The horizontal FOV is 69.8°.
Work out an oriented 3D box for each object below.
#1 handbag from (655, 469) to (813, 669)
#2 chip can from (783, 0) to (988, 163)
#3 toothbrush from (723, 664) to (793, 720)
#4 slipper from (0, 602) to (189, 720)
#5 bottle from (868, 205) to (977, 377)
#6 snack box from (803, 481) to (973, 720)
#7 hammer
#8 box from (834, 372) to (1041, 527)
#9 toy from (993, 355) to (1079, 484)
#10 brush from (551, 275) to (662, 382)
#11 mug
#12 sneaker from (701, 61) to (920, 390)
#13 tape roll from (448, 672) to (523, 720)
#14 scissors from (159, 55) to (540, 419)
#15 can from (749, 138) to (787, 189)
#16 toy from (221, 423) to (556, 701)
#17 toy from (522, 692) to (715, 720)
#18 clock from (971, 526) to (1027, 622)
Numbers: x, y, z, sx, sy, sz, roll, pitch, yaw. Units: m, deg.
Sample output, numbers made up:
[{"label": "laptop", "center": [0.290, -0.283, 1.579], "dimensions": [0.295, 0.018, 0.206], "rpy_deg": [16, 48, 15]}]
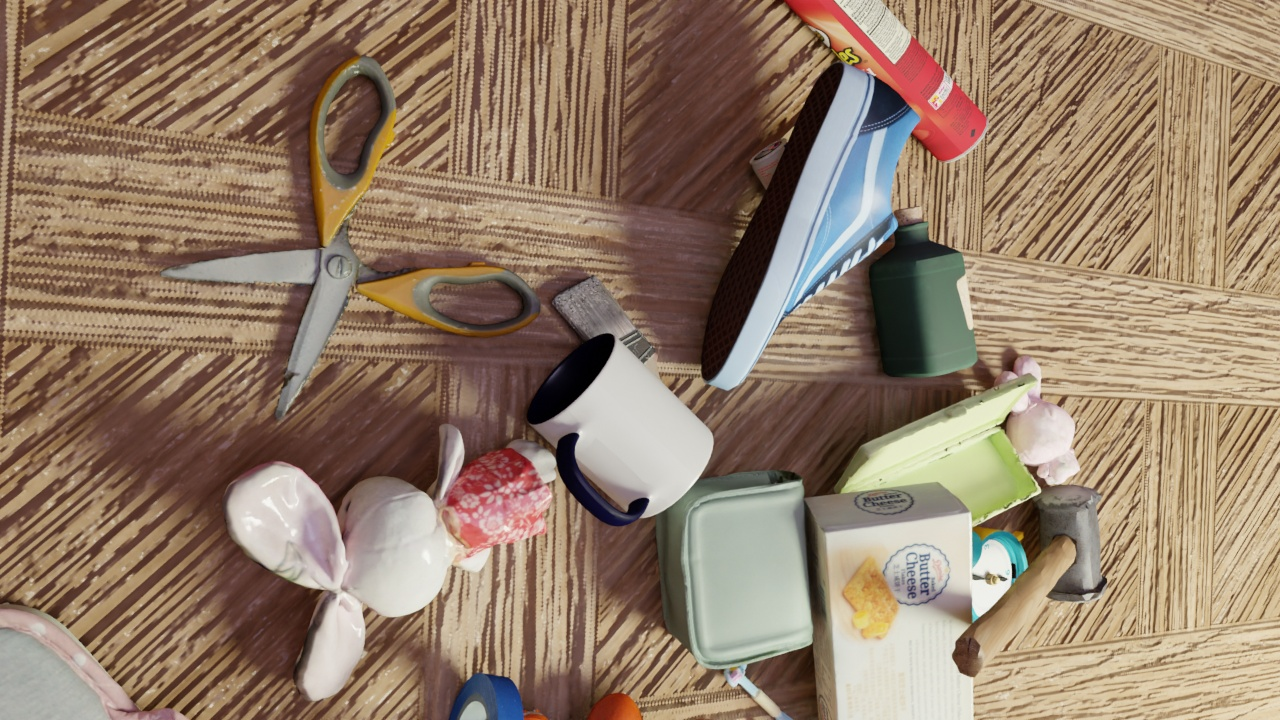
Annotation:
[{"label": "handbag", "center": [0.068, 0.145, 0.650], "dimensions": [0.106, 0.067, 0.122], "rpy_deg": [-6, 93, -18]}, {"label": "chip can", "center": [0.187, -0.241, 0.716], "dimensions": [0.214, 0.052, 0.051], "rpy_deg": [37, 75, -23]}, {"label": "toothbrush", "center": [0.116, 0.281, 0.704], "dimensions": [0.155, 0.016, 0.022], "rpy_deg": [48, 57, -19]}, {"label": "slipper", "center": [-0.274, 0.242, 0.485], "dimensions": [0.114, 0.054, 0.274], "rpy_deg": [-43, 108, -20]}, {"label": "bottle", "center": [0.221, -0.056, 0.729], "dimensions": [0.061, 0.061, 0.131], "rpy_deg": [-13, 96, -29]}, {"label": "snack box", "center": [0.183, 0.197, 0.674], "dimensions": [0.104, 0.057, 0.208], "rpy_deg": [-8, 107, -2]}, {"label": "hammer", "center": [0.304, 0.175, 0.711], "dimensions": [0.327, 0.052, 0.098], "rpy_deg": [-11, 96, -53]}, {"label": "box", "center": [0.240, 0.087, 0.741], "dimensions": [0.187, 0.066, 0.127], "rpy_deg": [-20, 114, -25]}, {"label": "toy", "center": [0.344, 0.053, 0.803], "dimensions": [0.063, 0.047, 0.110], "rpy_deg": [-22, 91, -33]}, {"label": "brush", "center": [-0.004, 0.004, 0.643], "dimensions": [0.038, 0.012, 0.151], "rpy_deg": [-45, 109, -20]}, {"label": "mug", "center": [-0.016, 0.053, 0.589], "dimensions": [0.097, 0.079, 0.111], "rpy_deg": [45, 37, -20]}, {"label": "sneaker", "center": [0.129, -0.079, 0.645], "dimensions": [0.098, 0.083, 0.241], "rpy_deg": [24, 94, -15]}, {"label": "tape roll", "center": [-0.097, 0.239, 0.554], "dimensions": [0.016, 0.091, 0.093], "rpy_deg": [18, 87, -26]}, {"label": "scissors", "center": [-0.161, -0.066, 0.561], "dimensions": [0.229, 0.016, 0.225], "rpy_deg": [18, 83, -25]}, {"label": "can", "center": [0.120, -0.120, 0.694], "dimensions": [0.032, 0.032, 0.095], "rpy_deg": [-43, 108, -20]}, {"label": "toy", "center": [-0.132, 0.100, 0.544], "dimensions": [0.193, 0.084, 0.159], "rpy_deg": [-28, 122, -27]}, {"label": "toy", "center": [-0.015, 0.305, 0.604], "dimensions": [0.172, 0.093, 0.163], "rpy_deg": [-3, 89, -14]}, {"label": "clock", "center": [0.283, 0.187, 0.776], "dimensions": [0.129, 0.044, 0.099], "rpy_deg": [-5, 93, -34]}]
